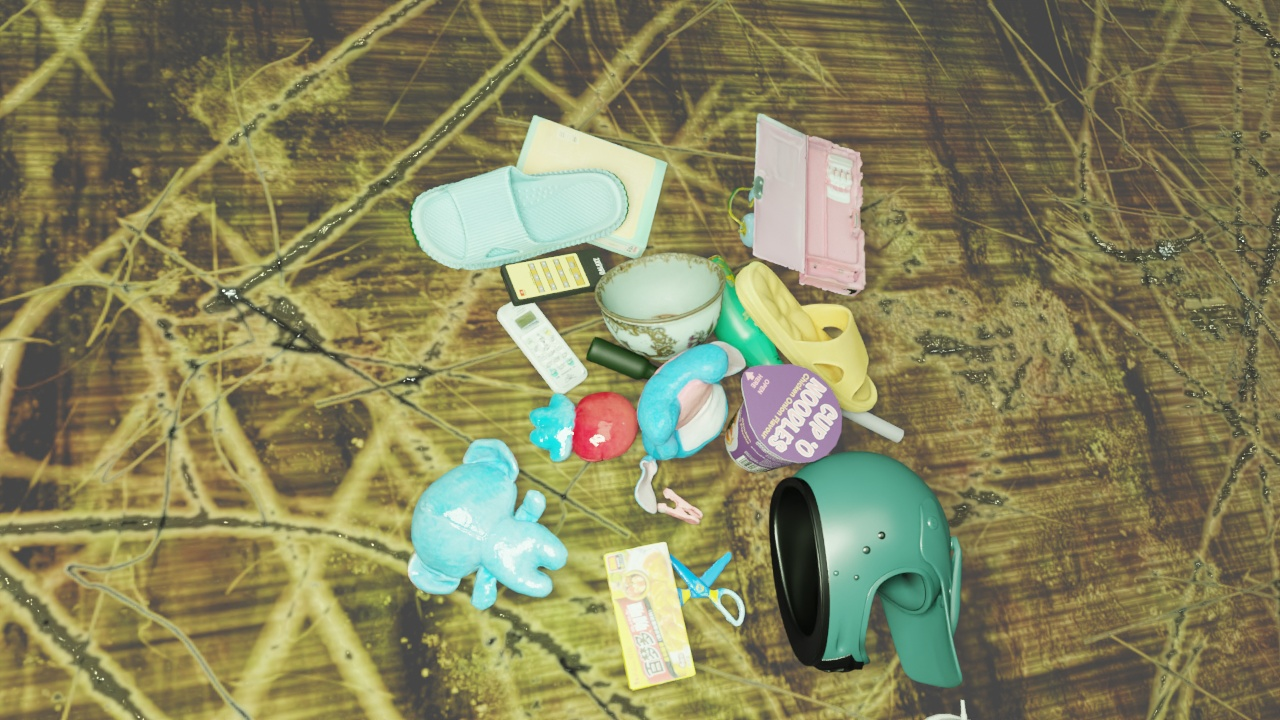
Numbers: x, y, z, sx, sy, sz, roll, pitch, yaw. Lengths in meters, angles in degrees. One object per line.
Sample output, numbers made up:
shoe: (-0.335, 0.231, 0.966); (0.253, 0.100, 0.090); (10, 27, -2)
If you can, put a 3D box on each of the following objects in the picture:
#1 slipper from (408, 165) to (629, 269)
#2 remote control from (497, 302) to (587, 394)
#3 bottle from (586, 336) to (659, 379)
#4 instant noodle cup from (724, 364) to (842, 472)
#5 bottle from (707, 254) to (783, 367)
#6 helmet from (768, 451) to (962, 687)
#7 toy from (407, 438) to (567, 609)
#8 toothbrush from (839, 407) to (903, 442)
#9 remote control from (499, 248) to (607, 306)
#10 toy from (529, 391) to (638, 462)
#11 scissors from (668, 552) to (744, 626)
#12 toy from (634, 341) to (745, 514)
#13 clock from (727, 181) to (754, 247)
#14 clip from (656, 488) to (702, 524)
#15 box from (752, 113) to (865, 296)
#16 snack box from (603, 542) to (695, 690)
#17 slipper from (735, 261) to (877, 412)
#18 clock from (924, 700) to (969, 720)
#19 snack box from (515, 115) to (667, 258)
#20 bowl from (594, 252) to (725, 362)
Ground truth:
slipper: (-0.146, -0.182, 1.140); (0.276, 0.069, 0.116); (-12, 97, -9)
remote control: (-0.122, -0.019, 1.137); (0.050, 0.022, 0.133); (-35, 82, -26)
bottle: (-0.007, 0.007, 1.158); (0.123, 0.033, 0.033); (22, 64, -9)
instant noodle cup: (0.158, 0.079, 1.130); (0.137, 0.122, 0.121); (39, 62, 0)
bottle: (0.136, -0.037, 1.201); (0.068, 0.068, 0.209); (-30, 80, -26)
helmet: (0.273, 0.242, 1.071); (0.200, 0.177, 0.274); (0, 72, -15)
toy: (-0.159, 0.187, 0.996); (0.181, 0.115, 0.183); (26, 85, 14)
toothbrush: (0.267, 0.062, 1.230); (0.188, 0.019, 0.018); (26, 46, -6)
remote control: (-0.106, -0.106, 1.161); (0.133, 0.013, 0.058); (-14, 66, -24)
toy: (-0.066, 0.080, 1.097); (0.133, 0.062, 0.092); (-2, 53, 0)
scissors: (0.069, 0.272, 1.084); (0.126, 0.013, 0.125); (47, 64, 2)
toy: (0.043, 0.063, 1.067); (0.099, 0.191, 0.223); (31, 80, 12)
clock: (0.201, -0.199, 1.293); (0.162, 0.060, 0.117); (26, 63, -6)
clip: (0.044, 0.182, 1.109); (0.045, 0.023, 0.059); (-36, 81, -22)
box: (0.224, -0.211, 1.248); (0.179, 0.040, 0.232); (16, 63, -19)
snack box: (0.009, 0.289, 1.043); (0.075, 0.025, 0.152); (-10, 72, -8)
slipper: (0.232, -0.034, 1.184); (0.263, 0.079, 0.099); (43, 40, -16)
clock: (0.360, 0.486, 1.067); (0.120, 0.061, 0.159); (39, 67, 0)
snack box: (-0.072, -0.232, 1.228); (0.193, 0.044, 0.141); (18, 66, -10)
bowl: (0.029, -0.055, 1.133); (0.160, 0.094, 0.159); (-6, 34, 4)
